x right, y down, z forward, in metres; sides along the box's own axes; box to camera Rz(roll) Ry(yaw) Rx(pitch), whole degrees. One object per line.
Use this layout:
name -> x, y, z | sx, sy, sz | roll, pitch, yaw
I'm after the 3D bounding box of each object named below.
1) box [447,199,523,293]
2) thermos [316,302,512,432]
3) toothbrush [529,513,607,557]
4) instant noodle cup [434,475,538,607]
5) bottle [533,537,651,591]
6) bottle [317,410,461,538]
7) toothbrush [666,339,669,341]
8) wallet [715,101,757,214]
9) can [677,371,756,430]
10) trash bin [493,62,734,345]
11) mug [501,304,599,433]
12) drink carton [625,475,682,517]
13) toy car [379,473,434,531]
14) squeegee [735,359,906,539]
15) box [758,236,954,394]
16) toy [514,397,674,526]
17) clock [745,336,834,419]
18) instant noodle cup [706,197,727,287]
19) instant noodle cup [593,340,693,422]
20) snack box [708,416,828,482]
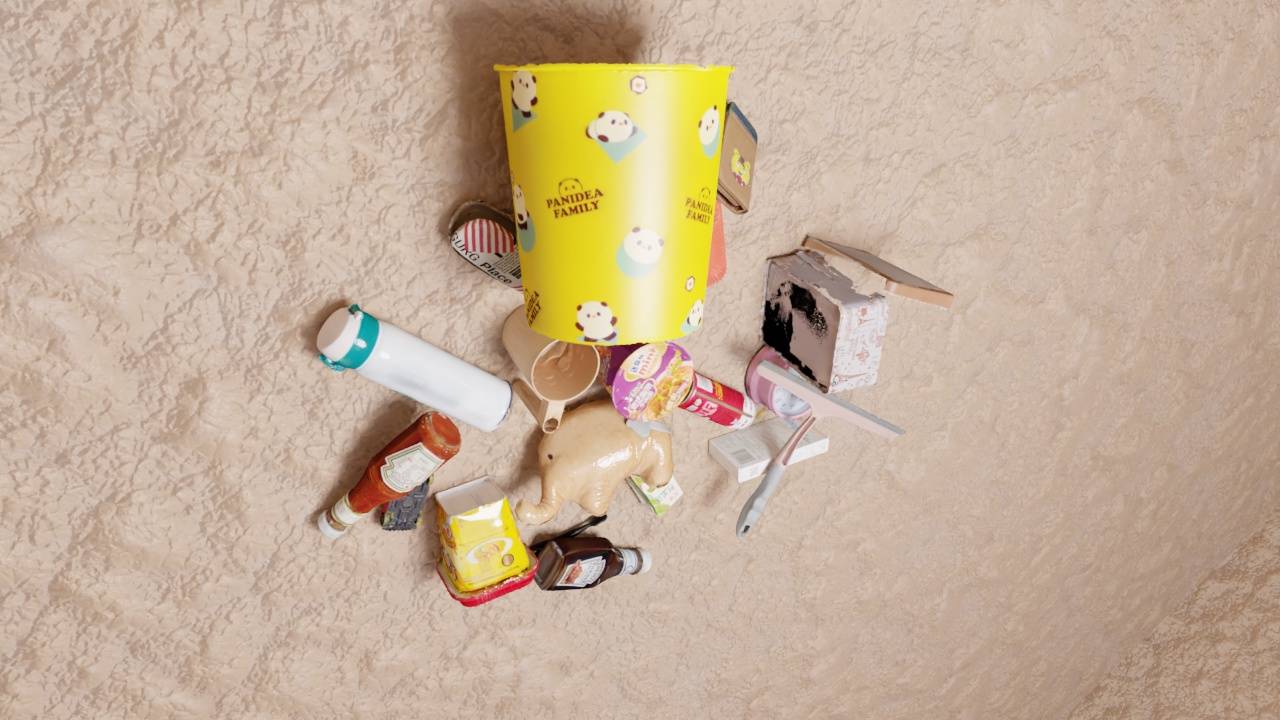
box -> -0.135, -0.107, 1.008 | 0.163, 0.081, 0.075 | 30, 105, -42
thermos -> -0.249, 0.012, 1.019 | 0.224, 0.073, 0.073 | 30, 99, -39
toothbrush -> -0.139, 0.264, 1.263 | 0.212, 0.026, 0.027 | -26, 162, -17
instant noodle cup -> -0.201, 0.222, 1.151 | 0.116, 0.116, 0.124 | -17, 113, -22
bottle -> -0.061, 0.285, 1.293 | 0.194, 0.044, 0.080 | 11, 117, -46
bottle -> -0.291, 0.136, 1.046 | 0.206, 0.059, 0.059 | -38, 133, 19
toothbrush -> 0.029, 0.005, 1.215 | 0.016, 0.018, 0.192 | -10, 122, -29
wallet -> 0.101, -0.238, 1.063 | 0.090, 0.033, 0.115 | 35, 55, -40
can -> 0.099, 0.055, 1.263 | 0.132, 0.053, 0.053 | 23, 103, -39
trash bin -> -0.025, -0.162, 0.914 | 0.229, 0.230, 0.255 | -9, 109, -27
mug -> -0.112, 0.006, 1.073 | 0.084, 0.103, 0.125 | 2, 116, -32
drink carton -> 0.009, 0.158, 1.275 | 0.053, 0.045, 0.122 | -44, 133, -16
toy car -> -0.282, 0.160, 1.109 | 0.049, 0.031, 0.106 | 5, 118, -34
squeegee -> 0.199, 0.143, 1.275 | 0.247, 0.040, 0.250 | 26, 105, -20
box -> 0.287, -0.075, 1.222 | 0.192, 0.183, 0.156 | -10, 122, -23
toy -> -0.067, 0.126, 1.167 | 0.225, 0.143, 0.083 | -23, 168, -16
clock -> 0.230, 0.023, 1.321 | 0.158, 0.060, 0.117 | -16, 125, -25
instant noodle cup -> 0.033, -0.139, 1.093 | 0.164, 0.079, 0.189 | -23, 128, -18
instant noodle cup -> -0.007, 0.007, 1.141 | 0.111, 0.099, 0.112 | -15, 123, -25
snack box -> 0.187, 0.124, 1.337 | 0.156, 0.084, 0.027 | -15, 123, -23
